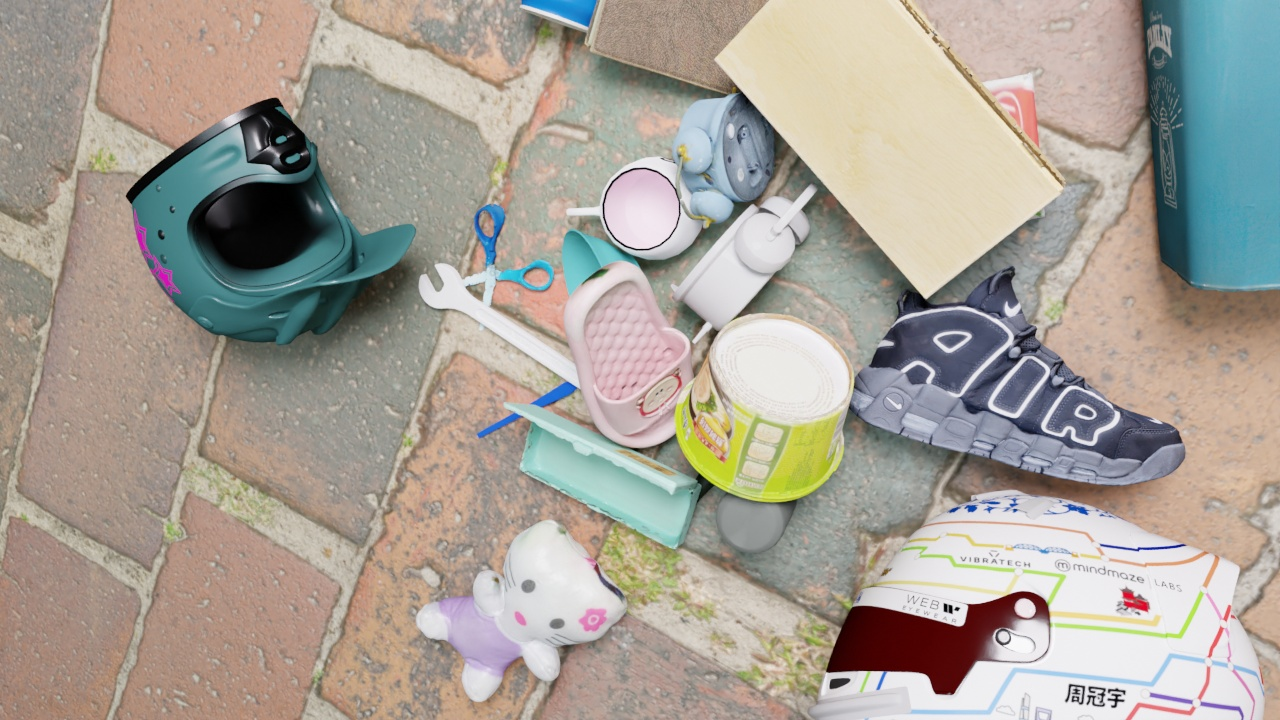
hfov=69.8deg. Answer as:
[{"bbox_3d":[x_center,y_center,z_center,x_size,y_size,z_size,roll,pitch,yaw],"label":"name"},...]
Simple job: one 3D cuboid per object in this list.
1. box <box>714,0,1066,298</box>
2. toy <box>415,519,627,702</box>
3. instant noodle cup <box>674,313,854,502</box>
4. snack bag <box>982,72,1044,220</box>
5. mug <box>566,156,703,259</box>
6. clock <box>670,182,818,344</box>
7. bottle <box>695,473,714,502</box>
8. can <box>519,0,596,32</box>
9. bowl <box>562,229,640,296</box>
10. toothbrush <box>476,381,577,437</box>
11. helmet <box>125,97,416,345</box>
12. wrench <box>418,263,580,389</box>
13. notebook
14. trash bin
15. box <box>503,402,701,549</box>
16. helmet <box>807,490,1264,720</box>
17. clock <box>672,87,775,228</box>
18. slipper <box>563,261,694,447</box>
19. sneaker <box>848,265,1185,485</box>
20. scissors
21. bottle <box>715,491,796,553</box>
[{"bbox_3d":[0.188,-0.184,0.698,0.249,0.091,0.128,50,129,2],"label":"box"},{"bbox_3d":[-0.114,0.252,0.923,0.210,0.085,0.137,-36,90,22],"label":"toy"},{"bbox_3d":[0.106,0.033,0.760,0.146,0.145,0.098,25,139,13],"label":"instant noodle cup"},{"bbox_3d":[0.280,-0.166,0.740,0.077,0.036,0.116,-6,98,20],"label":"snack bag"},{"bbox_3d":[-0.004,-0.135,0.819,0.124,0.076,0.090,1,100,18],"label":"mug"},{"bbox_3d":[0.090,-0.092,0.777,0.061,0.119,0.160,41,120,1],"label":"clock"},{"bbox_3d":[0.081,0.088,0.855,0.033,0.033,0.123,39,110,8],"label":"bottle"},{"bbox_3d":[-0.051,-0.366,0.791,0.079,0.078,0.146,23,106,13],"label":"can"},{"bbox_3d":[-0.027,-0.067,0.842,0.046,0.121,0.121,-19,94,-20],"label":"bowl"},{"bbox_3d":[-0.092,0.038,0.914,0.187,0.011,0.016,-28,90,21],"label":"toothbrush"},{"bbox_3d":[-0.348,-0.114,0.868,0.276,0.175,0.200,-15,113,43],"label":"helmet"},{"bbox_3d":[-0.109,-0.015,0.900,0.273,0.009,0.047,33,115,13],"label":"wrench"},{"bbox_3d":[0.073,-0.338,0.763,0.190,0.034,0.216,15,106,-8],"label":"notebook"},{"bbox_3d":[0.445,-0.169,0.612,0.199,0.196,0.219,-1,105,19],"label":"trash bin"},{"bbox_3d":[-0.042,0.106,0.859,0.187,0.112,0.078,23,86,20],"label":"box"},{"bbox_3d":[0.290,0.220,0.704,0.315,0.231,0.235,0,68,14],"label":"helmet"},{"bbox_3d":[0.065,-0.168,0.761,0.052,0.124,0.089,8,140,36],"label":"clock"},{"bbox_3d":[-0.005,0.005,0.785,0.106,0.222,0.056,-40,51,-13],"label":"slipper"},{"bbox_3d":[0.305,0.003,0.735,0.253,0.097,0.151,13,101,21],"label":"sneaker"},{"bbox_3d":[-0.147,-0.095,0.910,0.128,0.014,0.127,-15,98,26],"label":"scissors"},{"bbox_3d":[0.106,0.126,0.812,0.060,0.108,0.060,3,101,18],"label":"bottle"}]
